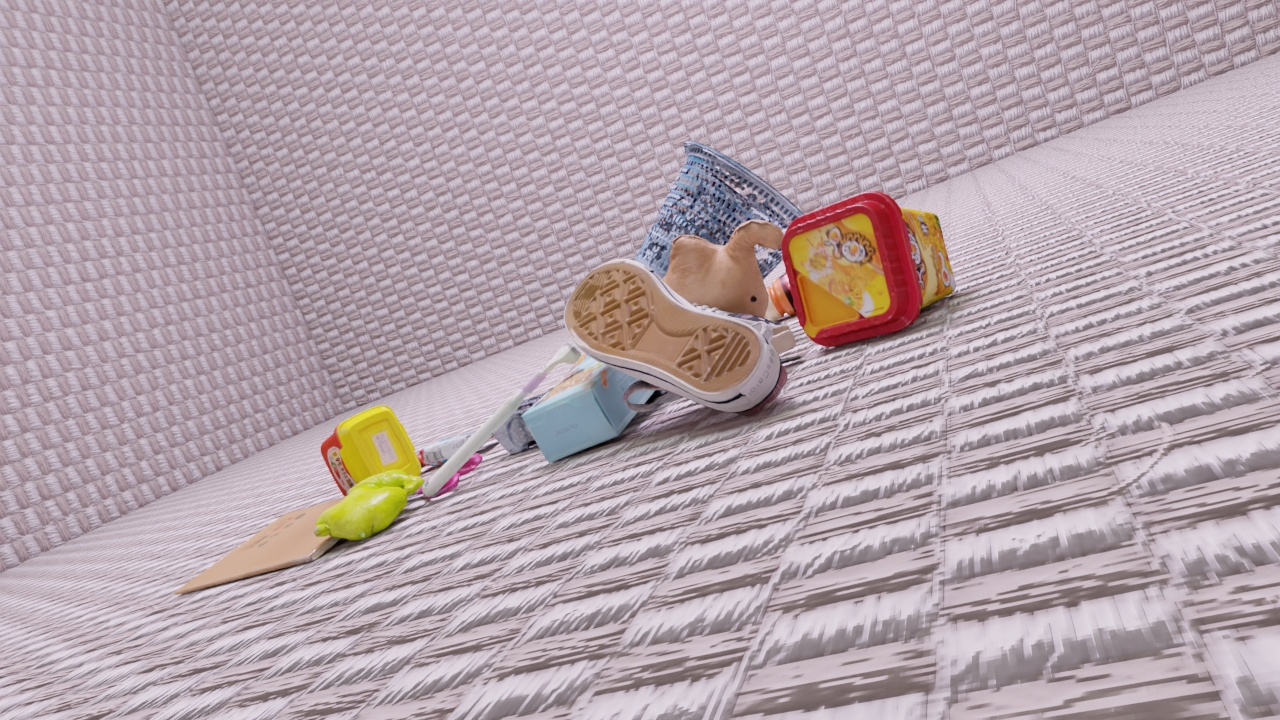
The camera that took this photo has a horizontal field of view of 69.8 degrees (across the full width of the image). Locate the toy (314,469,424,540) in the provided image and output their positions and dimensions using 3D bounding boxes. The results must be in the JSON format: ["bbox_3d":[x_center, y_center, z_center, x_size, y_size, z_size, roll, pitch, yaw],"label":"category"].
[{"bbox_3d":[-0.238,0.126,0.810,0.096,0.031,0.100,-17,19,-11],"label":"toy"}]

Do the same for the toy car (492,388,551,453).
[{"bbox_3d":[-0.102,0.059,0.895,0.106,0.049,0.031,-20,4,25],"label":"toy car"}]

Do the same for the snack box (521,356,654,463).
[{"bbox_3d":[-0.035,0.028,0.836,0.074,0.051,0.174,-25,10,24],"label":"snack box"}]

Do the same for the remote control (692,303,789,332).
[{"bbox_3d":[0.075,-0.043,0.926,0.150,0.021,0.058,12,9,9],"label":"remote control"}]

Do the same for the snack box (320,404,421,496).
[{"bbox_3d":[-0.298,0.105,1.005,0.080,0.091,0.081,-26,2,44],"label":"snack box"}]

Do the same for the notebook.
[{"bbox_3d":[-0.333,0.169,0.886,0.208,0.008,0.147,-19,13,30],"label":"notebook"}]

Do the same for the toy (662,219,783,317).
[{"bbox_3d":[0.073,-0.071,0.987,0.227,0.143,0.082,-30,29,29],"label":"toy"}]

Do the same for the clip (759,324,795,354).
[{"bbox_3d":[0.078,0.003,0.787,0.102,0.035,0.094,-9,25,27],"label":"clip"}]

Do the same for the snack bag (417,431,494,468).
[{"bbox_3d":[-0.210,0.098,1.035,0.105,0.026,0.045,-19,-2,18],"label":"snack bag"}]

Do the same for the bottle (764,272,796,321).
[{"bbox_3d":[0.194,-0.087,1.090,0.150,0.067,0.066,-28,4,17],"label":"bottle"}]

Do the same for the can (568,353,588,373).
[{"bbox_3d":[-0.006,0.006,0.971,0.146,0.058,0.058,-17,8,39],"label":"can"}]

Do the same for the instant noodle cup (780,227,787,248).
[{"bbox_3d":[0.228,-0.132,1.159,0.111,0.099,0.111,-23,7,3],"label":"instant noodle cup"}]

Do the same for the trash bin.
[{"bbox_3d":[0.100,-0.161,1.283,0.195,0.226,0.226,-55,5,4],"label":"trash bin"}]

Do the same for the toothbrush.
[{"bbox_3d":[-0.126,0.054,0.830,0.189,0.020,0.029,-45,34,-6],"label":"toothbrush"}]

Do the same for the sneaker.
[{"bbox_3d":[0.029,-0.009,0.732,0.241,0.088,0.118,28,78,47],"label":"sneaker"}]

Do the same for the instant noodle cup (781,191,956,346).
[{"bbox_3d":[0.203,-0.080,0.790,0.123,0.116,0.116,-12,-2,-44],"label":"instant noodle cup"}]

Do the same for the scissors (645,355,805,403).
[{"bbox_3d":[0.080,0.009,0.846,0.175,0.014,0.132,-22,7,10],"label":"scissors"}]

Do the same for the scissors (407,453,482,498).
[{"bbox_3d":[-0.209,0.120,0.888,0.136,0.017,0.107,-20,14,37],"label":"scissors"}]
